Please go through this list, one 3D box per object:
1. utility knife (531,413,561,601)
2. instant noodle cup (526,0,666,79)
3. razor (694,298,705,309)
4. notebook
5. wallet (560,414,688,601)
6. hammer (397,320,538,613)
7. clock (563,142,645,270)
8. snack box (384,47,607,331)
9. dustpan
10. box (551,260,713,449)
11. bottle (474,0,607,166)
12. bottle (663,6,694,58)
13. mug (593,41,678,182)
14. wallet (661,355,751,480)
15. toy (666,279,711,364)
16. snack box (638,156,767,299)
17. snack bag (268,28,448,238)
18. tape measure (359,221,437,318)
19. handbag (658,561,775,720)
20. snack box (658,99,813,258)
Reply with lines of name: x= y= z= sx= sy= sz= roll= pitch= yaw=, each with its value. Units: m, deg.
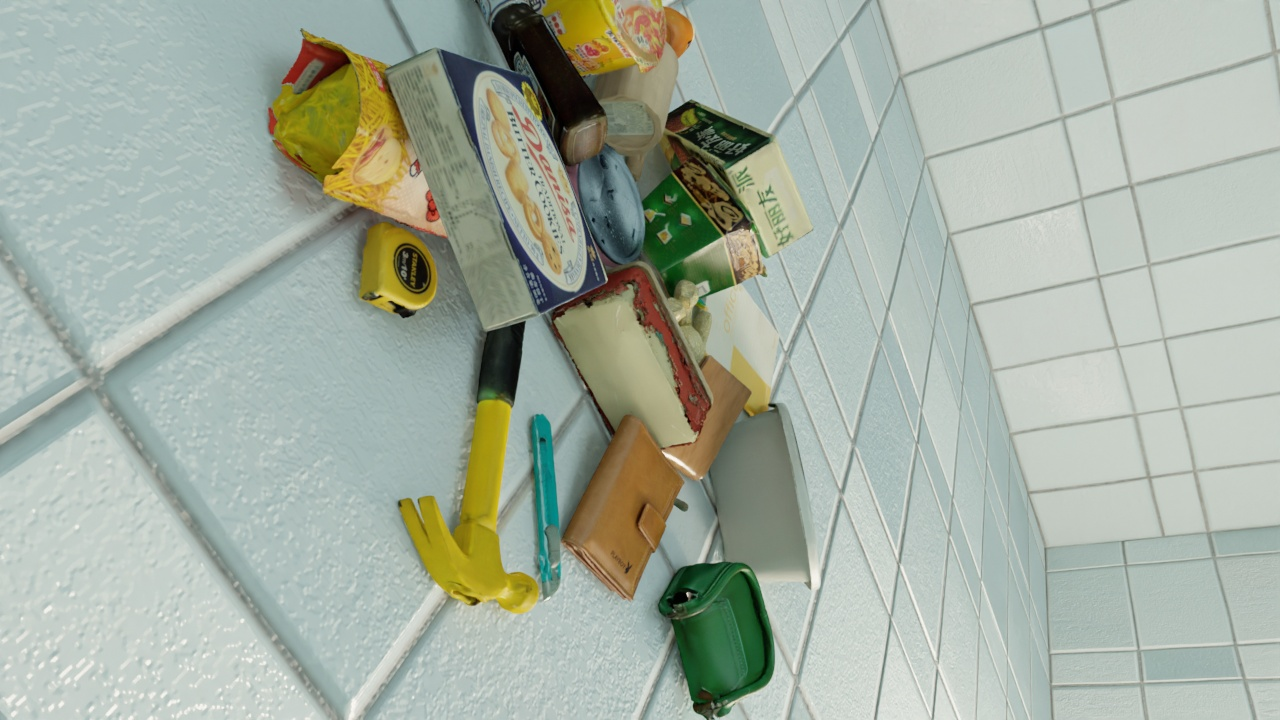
utility knife: x=-0.076 y=0.117 z=0.743 sx=0.029 sy=0.013 sz=0.151 roll=18 pitch=63 yaw=-60
instant noodle cup: x=-0.056 y=-0.329 z=0.864 sx=0.138 sy=0.110 sz=0.137 roll=34 pitch=49 yaw=-52
razor: x=0.038 y=-0.111 z=1.028 sx=0.132 sy=0.028 sz=0.043 roll=61 pitch=1 yaw=-22
notebook: x=0.124 y=-0.024 z=1.146 sx=0.206 sy=0.010 sz=0.145 roll=46 pitch=47 yaw=-46
wallet: x=-0.010 y=0.134 z=0.817 sx=0.119 sy=0.035 sz=0.130 roll=52 pitch=52 yaw=-36
hammer: x=-0.111 y=0.032 z=0.696 sx=0.128 sy=0.033 sz=0.300 roll=42 pitch=44 yaw=-49
clock: x=-0.058 y=-0.149 z=0.839 sx=0.158 sy=0.060 sz=0.117 roll=47 pitch=41 yaw=-45
snack box: x=-0.096 y=-0.125 z=0.671 sx=0.182 sy=0.046 sz=0.178 roll=-44 pitch=114 yaw=-72
dustpan: x=0.177 y=0.152 z=1.045 sx=0.257 sy=0.143 sz=0.222 roll=0 pitch=79 yaw=-56
box: x=-0.005 y=0.005 z=0.835 sx=0.168 sy=0.091 sz=0.080 roll=62 pitch=29 yaw=-25
bottle: x=-0.093 y=-0.261 z=0.776 sx=0.195 sy=0.044 sz=0.080 roll=59 pitch=-13 yaw=12
bottle: x=0.035 y=-0.396 z=1.115 sx=0.067 sy=0.067 sz=0.149 roll=69 pitch=22 yaw=-15
mug: x=-0.007 y=-0.266 z=0.974 sx=0.125 sy=0.084 sz=0.103 roll=84 pitch=14 yaw=-54
wallet: x=0.062 y=0.061 z=0.948 sx=0.115 sy=0.020 sz=0.101 roll=-57 pitch=140 yaw=-5
toy: x=0.045 y=-0.017 z=0.935 sx=0.105 sy=0.066 sz=0.157 roll=-48 pitch=149 yaw=-25
snack box: x=0.051 y=-0.120 z=0.934 sx=0.117 sy=0.105 sz=0.118 roll=56 pitch=-1 yaw=29
snack bag: x=-0.165 y=-0.151 z=0.657 sx=0.207 sy=0.073 sz=0.128 roll=4 pitch=74 yaw=-68
tape measure: x=-0.169 y=-0.060 z=0.632 sx=0.057 sy=0.029 sz=0.060 roll=29 pitch=53 yaw=-53
handbag: x=0.074 y=0.268 z=0.892 sx=0.120 sy=0.068 sz=0.131 roll=-26 pitch=101 yaw=-60
snack box: x=0.095 y=-0.205 z=1.004 sx=0.114 sy=0.063 sz=0.240 roll=59 pitch=-3 yaw=-30
